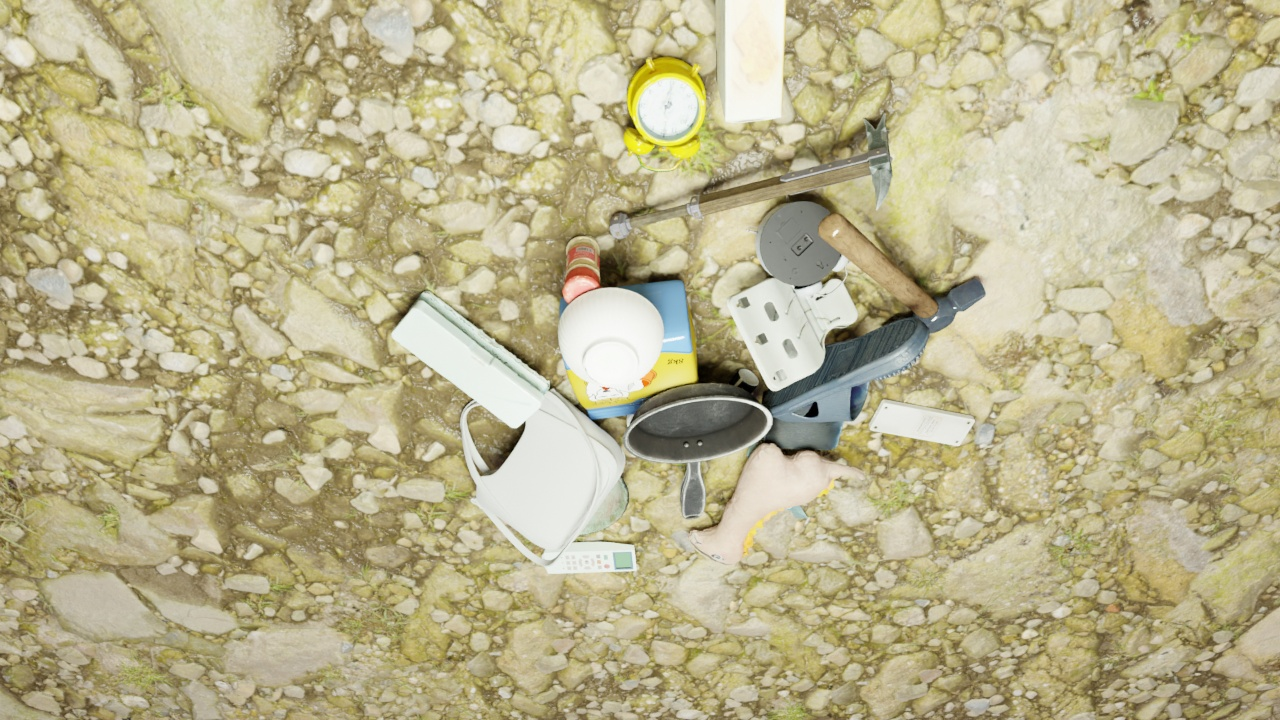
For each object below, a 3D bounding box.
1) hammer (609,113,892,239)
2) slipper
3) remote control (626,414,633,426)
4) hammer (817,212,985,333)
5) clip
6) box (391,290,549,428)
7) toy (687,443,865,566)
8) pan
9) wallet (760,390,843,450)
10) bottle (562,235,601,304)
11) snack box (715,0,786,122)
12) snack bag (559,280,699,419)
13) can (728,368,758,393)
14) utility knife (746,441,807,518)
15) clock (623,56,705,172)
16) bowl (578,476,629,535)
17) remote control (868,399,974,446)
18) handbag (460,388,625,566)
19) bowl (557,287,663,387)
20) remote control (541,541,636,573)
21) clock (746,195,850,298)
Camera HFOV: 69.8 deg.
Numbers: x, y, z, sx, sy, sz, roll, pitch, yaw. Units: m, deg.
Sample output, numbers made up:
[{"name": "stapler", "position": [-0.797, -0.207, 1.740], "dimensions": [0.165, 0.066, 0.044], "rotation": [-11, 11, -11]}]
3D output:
[{"name": "hammer", "position": [0.111, -0.176, 0.990], "dimensions": [0.317, 0.146, 0.028], "rotation": [-11, 133, 21]}, {"name": "slipper", "position": [0.250, 0.031, 1.099], "dimensions": [0.082, 0.101, 0.264], "rotation": [45, 144, -12]}, {"name": "remote control", "position": [0.048, 0.090, 1.251], "dimensions": [0.136, 0.013, 0.043], "rotation": [11, 127, -10]}, {"name": "hammer", "position": [0.279, -0.092, 1.018], "dimensions": [0.130, 0.040, 0.321], "rotation": [-34, 147, 24]}, {"name": "clip", "position": [0.181, -0.042, 1.103], "dimensions": [0.152, 0.097, 0.126], "rotation": [-25, 88, -25]}, {"name": "box", "position": [-0.210, 0.004, 1.134], "dimensions": [0.199, 0.066, 0.083], "rotation": [37, 102, -14]}, {"name": "toy", "position": [0.184, 0.219, 1.306], "dimensions": [0.196, 0.065, 0.265], "rotation": [15, 130, 0]}, {"name": "pan", "position": [0.072, 0.127, 1.219], "dimensions": [0.187, 0.055, 0.357], "rotation": [-6, 151, -3]}, {"name": "wallet", "position": [0.219, 0.081, 1.240], "dimensions": [0.115, 0.026, 0.089], "rotation": [1, 127, -3]}, {"name": "bottle", "position": [-0.065, -0.101, 1.038], "dimensions": [0.044, 0.109, 0.044], "rotation": [-1, 124, -2]}, {"name": "snack box", "position": [0.102, -0.340, 0.856], "dimensions": [0.057, 0.104, 0.208], "rotation": [-3, 128, 1]}, {"name": "snack bag", "position": [-0.007, 0.007, 1.140], "dimensions": [0.159, 0.102, 0.205], "rotation": [-8, 142, 5]}, {"name": "can", "position": [0.121, 0.049, 1.209], "dimensions": [0.031, 0.031, 0.081], "rotation": [22, 124, -18]}, {"name": "utility knife", "position": [0.198, 0.178, 1.323], "dimensions": [0.031, 0.015, 0.179], "rotation": [-23, 127, 22]}, {"name": "clock", "position": [0.026, -0.254, 0.951], "dimensions": [0.083, 0.057, 0.119], "rotation": [5, 122, -6]}, {"name": "bowl", "position": [-0.095, 0.182, 1.304], "dimensions": [0.157, 0.038, 0.158], "rotation": [-1, 128, -1]}, {"name": "remote control", "position": [0.385, 0.085, 1.256], "dimensions": [0.135, 0.011, 0.050], "rotation": [11, 127, -10]}, {"name": "handbag", "position": [-0.153, 0.140, 1.205], "dimensions": [0.222, 0.095, 0.216], "rotation": [35, 102, 7]}, {"name": "bowl", "position": [-0.032, -0.014, 0.995], "dimensions": [0.118, 0.062, 0.118], "rotation": [-1, 126, -1]}, {"name": "remote control", "position": [-0.079, 0.300, 1.406], "dimensions": [0.143, 0.024, 0.050], "rotation": [-3, 128, 3]}, {"name": "clock", "position": [0.186, -0.126, 1.046], "dimensions": [0.094, 0.035, 0.122], "rotation": [-44, 104, 4]}]
